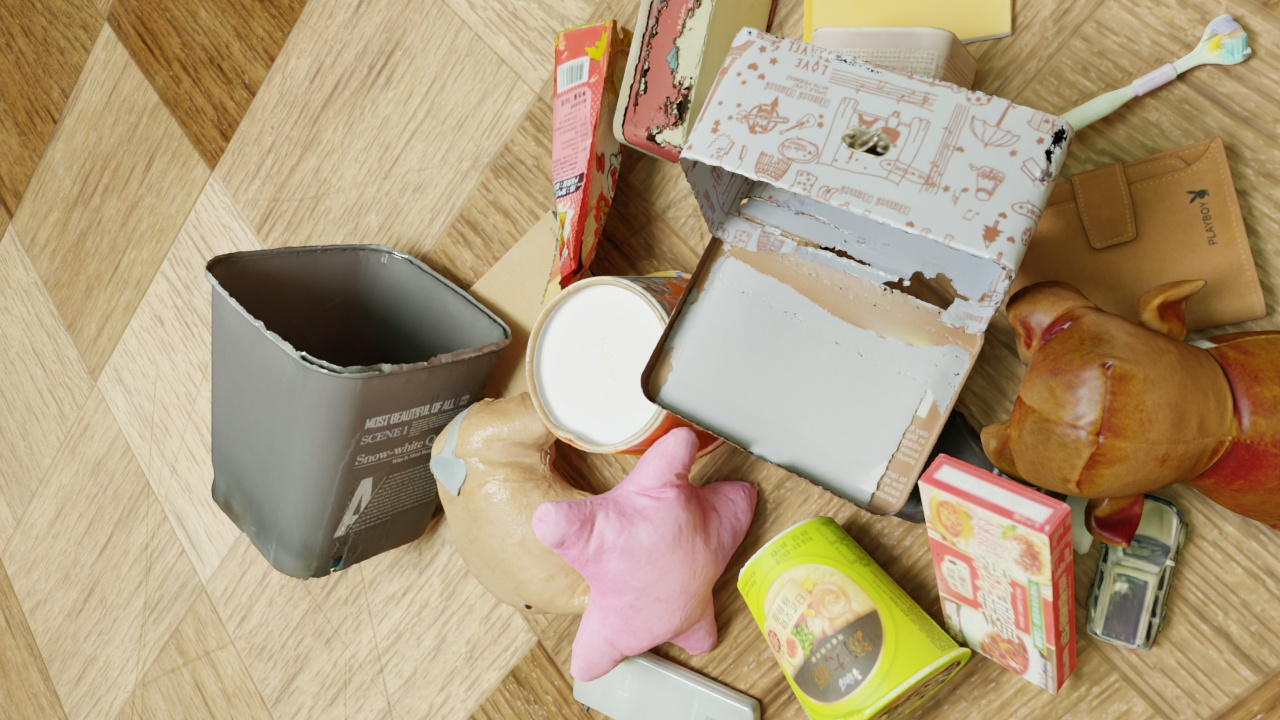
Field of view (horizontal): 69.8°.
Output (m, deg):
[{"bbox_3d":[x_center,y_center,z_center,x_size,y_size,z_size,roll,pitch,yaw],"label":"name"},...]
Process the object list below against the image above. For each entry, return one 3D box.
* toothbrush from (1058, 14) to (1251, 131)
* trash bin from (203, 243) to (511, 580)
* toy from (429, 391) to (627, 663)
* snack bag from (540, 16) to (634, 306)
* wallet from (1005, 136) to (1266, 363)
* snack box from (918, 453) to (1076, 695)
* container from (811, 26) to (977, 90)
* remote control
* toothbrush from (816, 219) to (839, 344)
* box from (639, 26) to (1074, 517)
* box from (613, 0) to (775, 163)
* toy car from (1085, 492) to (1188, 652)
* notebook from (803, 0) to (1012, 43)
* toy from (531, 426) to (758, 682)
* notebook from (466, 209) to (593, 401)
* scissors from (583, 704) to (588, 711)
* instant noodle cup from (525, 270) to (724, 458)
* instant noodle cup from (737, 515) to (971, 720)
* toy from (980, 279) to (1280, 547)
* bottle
[{"bbox_3d":[0.261,-0.145,0.546,0.190,0.020,0.029,-27,84,13],"label":"toothbrush"},{"bbox_3d":[-0.250,0.041,0.774,0.199,0.198,0.220,33,118,29],"label":"trash bin"},{"bbox_3d":[-0.083,0.137,0.718,0.144,0.082,0.226,-31,86,36],"label":"toy"},{"bbox_3d":[-0.045,-0.148,0.711,0.073,0.129,0.207,9,84,-12],"label":"snack bag"},{"bbox_3d":[0.285,-0.063,0.548,0.132,0.031,0.107,-13,82,29],"label":"wallet"},{"bbox_3d":[0.205,0.124,0.522,0.025,0.153,0.075,-42,41,-24],"label":"snack box"},{"bbox_3d":[0.156,-0.149,0.598,0.090,0.090,0.111,13,97,31],"label":"container"},{"bbox_3d":[0.018,0.257,0.695,0.150,0.021,0.058,16,100,26],"label":"remote control"},{"bbox_3d":[0.131,-0.091,0.654,0.017,0.014,0.189,-10,82,20],"label":"toothbrush"},{"bbox_3d":[0.099,-0.042,0.495,0.181,0.158,0.205,26,89,16],"label":"box"},{"bbox_3d":[0.049,-0.229,0.665,0.077,0.091,0.168,17,96,35],"label":"box"},{"bbox_3d":[0.287,0.122,0.533,0.042,0.035,0.090,14,92,30],"label":"toy car"},{"bbox_3d":[0.183,-0.314,0.634,0.146,0.010,0.206,0,88,32],"label":"notebook"},{"bbox_3d":[0.018,0.139,0.644,0.075,0.178,0.195,31,140,52],"label":"toy"},{"bbox_3d":[-0.112,-0.006,0.801,0.212,0.012,0.149,-39,70,24],"label":"notebook"},{"bbox_3d":[-0.022,0.197,0.736,0.164,0.014,0.165,-45,68,25],"label":"scissors"},{"bbox_3d":[-0.004,0.004,0.668,0.152,0.111,0.151,-1,89,28],"label":"instant noodle cup"},{"bbox_3d":[0.127,0.171,0.594,0.112,0.111,0.123,-49,57,20],"label":"instant noodle cup"},{"bbox_3d":[0.287,0.028,0.482,0.199,0.130,0.140,5,110,2],"label":"toy"},{"bbox_3d":[0.189,0.068,0.587,0.195,0.044,0.079,20,80,30],"label":"bottle"}]
